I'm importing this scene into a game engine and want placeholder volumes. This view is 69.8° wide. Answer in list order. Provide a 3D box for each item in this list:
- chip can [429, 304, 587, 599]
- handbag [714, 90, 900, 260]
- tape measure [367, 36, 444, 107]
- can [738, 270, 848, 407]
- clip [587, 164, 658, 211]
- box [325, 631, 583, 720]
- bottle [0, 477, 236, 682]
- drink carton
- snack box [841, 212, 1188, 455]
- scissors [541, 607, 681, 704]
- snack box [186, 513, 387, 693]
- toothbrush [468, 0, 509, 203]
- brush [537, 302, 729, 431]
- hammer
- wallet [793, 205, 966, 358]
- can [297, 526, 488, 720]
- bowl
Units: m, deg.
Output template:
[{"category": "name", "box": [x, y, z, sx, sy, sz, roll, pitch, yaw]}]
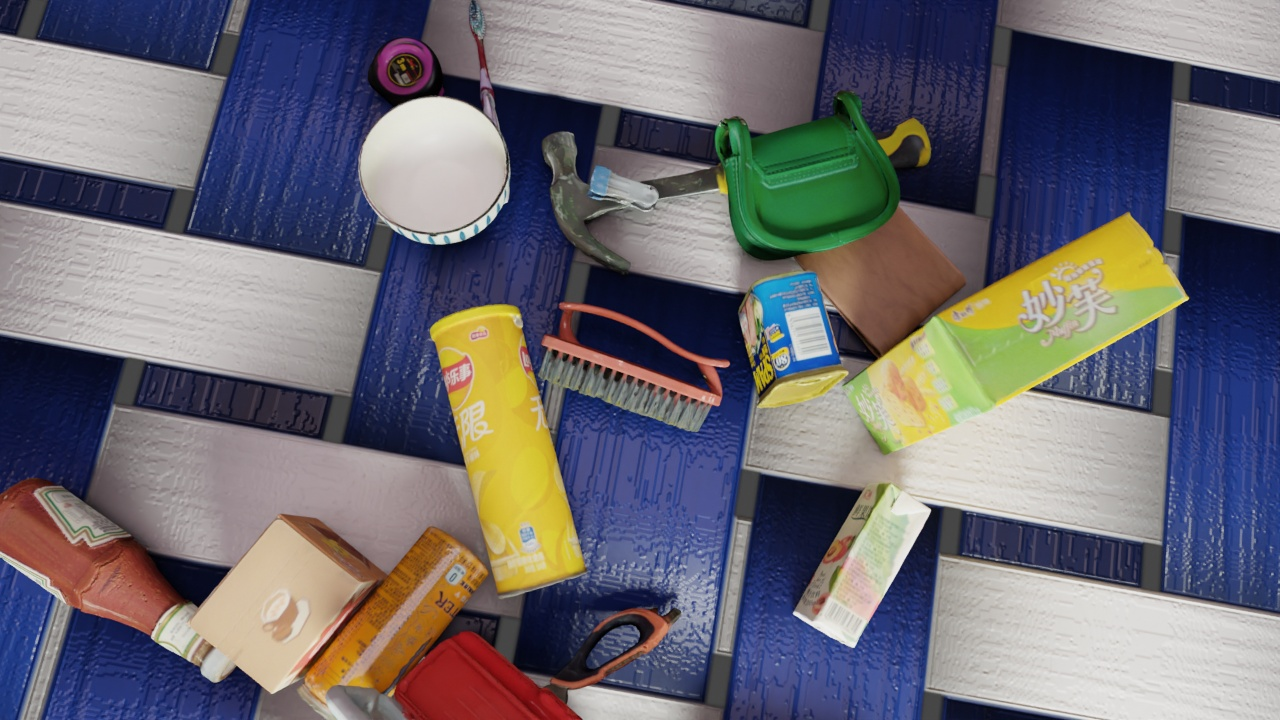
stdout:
[{"category": "chip can", "box": [-0.102, 0.067, 0.699, 0.072, 0.072, 0.213, -14, 81, -6]}, {"category": "handbag", "box": [0.129, -0.143, 0.719, 0.131, 0.068, 0.120, -17, 92, -8]}, {"category": "tape measure", "box": [-0.195, -0.238, 0.771, 0.057, 0.039, 0.058, 40, 84, 5]}, {"category": "can", "box": [0.114, -0.015, 0.711, 0.057, 0.102, 0.083, -12, 77, -6]}, {"category": "clip", "box": [-0.013, -0.136, 0.738, 0.058, 0.043, 0.026, 15, 76, -4]}, {"category": "box", "box": [-0.095, 0.265, 0.585, 0.201, 0.154, 0.074, 33, 110, 26]}, {"category": "bottle", "box": [-0.381, 0.164, 0.672, 0.206, 0.060, 0.059, 34, 79, 3]}, {"category": "drink carton", "box": [0.171, 0.155, 0.704, 0.045, 0.053, 0.122, 34, 79, 0]}, {"category": "snack box", "box": [0.253, -0.009, 0.661, 0.157, 0.210, 0.070, -27, 80, -9]}, {"category": "scissors", "box": [-0.052, 0.253, 0.661, 0.225, 0.015, 0.189, -26, 55, -18]}, {"category": "snack box", "box": [-0.247, 0.171, 0.658, 0.077, 0.094, 0.092, 38, 79, 4]}, {"category": "toothbrush", "box": [-0.130, -0.221, 0.781, 0.016, 0.017, 0.187, -8, 79, -4]}, {"category": "brush", "box": [-0.004, 0.004, 0.720, 0.146, 0.063, 0.069, 20, 92, 0]}, {"category": "hammer", "box": [0.086, -0.153, 0.772, 0.323, 0.032, 0.126, -10, 80, -5]}, {"category": "wallet", "box": [0.199, -0.076, 0.765, 0.101, 0.020, 0.115, -39, 87, -10]}, {"category": "can", "box": [-0.177, 0.193, 0.665, 0.058, 0.058, 0.145, 37, 70, 4]}, {"category": "bowl", "box": [-0.161, -0.145, 0.740, 0.116, 0.066, 0.116, 1, 78, -3]}]
